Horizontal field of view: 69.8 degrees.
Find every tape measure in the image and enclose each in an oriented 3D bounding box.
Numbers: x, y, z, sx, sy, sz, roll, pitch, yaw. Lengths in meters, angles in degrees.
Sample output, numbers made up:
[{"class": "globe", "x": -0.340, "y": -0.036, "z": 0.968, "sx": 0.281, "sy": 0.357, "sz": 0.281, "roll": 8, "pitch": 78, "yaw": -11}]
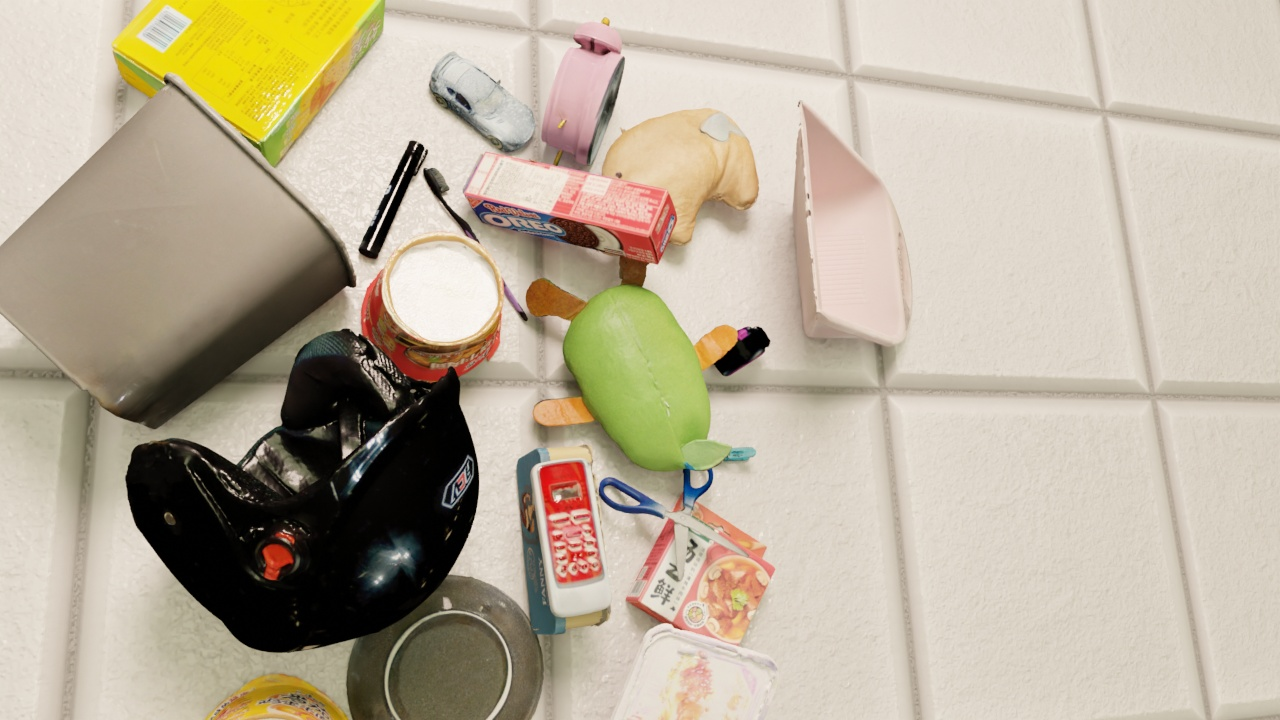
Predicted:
[{"class": "tape measure", "x": 0.103, "y": -0.012, "z": 0.977, "sx": 0.057, "sy": 0.057, "sz": 0.039, "roll": -30, "pitch": 86, "yaw": -45}]

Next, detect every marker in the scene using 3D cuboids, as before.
[{"class": "marker", "x": -0.247, "y": -0.161, "z": 0.918, "sx": 0.022, "sy": 0.020, "sz": 0.131, "roll": 23, "pitch": 70, "yaw": -12}]

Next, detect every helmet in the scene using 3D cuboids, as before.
[{"class": "helmet", "x": -0.243, "y": 0.108, "z": 0.729, "sx": 0.230, "sy": 0.275, "sz": 0.232, "roll": 65, "pitch": 25, "yaw": -17}]

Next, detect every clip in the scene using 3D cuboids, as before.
[{"class": "clip", "x": 0.092, "y": 0.099, "z": 0.967, "sx": 0.055, "sy": 0.038, "sz": 0.013, "roll": 0, "pitch": 76, "yaw": -9}]

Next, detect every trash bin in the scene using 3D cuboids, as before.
[{"class": "trash bin", "x": -0.388, "y": -0.076, "z": 0.768, "sx": 0.199, "sy": 0.199, "sz": 0.219, "roll": 44, "pitch": 75, "yaw": -2}]

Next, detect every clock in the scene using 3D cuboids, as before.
[{"class": "clock", "x": -0.055, "y": -0.285, "z": 0.962, "sx": 0.060, "sy": 0.117, "sz": 0.158, "roll": 20, "pitch": 73, "yaw": -1}]

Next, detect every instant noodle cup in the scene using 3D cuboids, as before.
[{"class": "instant noodle cup", "x": 0.036, "y": 0.329, "z": 0.849, "sx": 0.138, "sy": 0.060, "sz": 0.173, "roll": 21, "pitch": 94, "yaw": -13}, {"class": "instant noodle cup", "x": -0.298, "y": 0.332, "z": 0.733, "sx": 0.138, "sy": 0.110, "sz": 0.138, "roll": 4, "pitch": 75, "yaw": -16}, {"class": "instant noodle cup", "x": -0.192, "y": -0.054, "z": 0.862, "sx": 0.137, "sy": 0.109, "sz": 0.137, "roll": 4, "pitch": 75, "yaw": -17}]

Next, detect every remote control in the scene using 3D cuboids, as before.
[{"class": "remote control", "x": -0.061, "y": 0.154, "z": 0.807, "sx": 0.055, "sy": 0.020, "sz": 0.136, "roll": -5, "pitch": 77, "yaw": -23}]

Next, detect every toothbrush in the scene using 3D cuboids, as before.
[{"class": "toothbrush", "x": -0.166, "y": -0.120, "z": 0.939, "sx": 0.016, "sy": 0.014, "sz": 0.189, "roll": -33, "pitch": 89, "yaw": -35}]

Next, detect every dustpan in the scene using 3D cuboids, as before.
[{"class": "dustpan", "x": 0.238, "y": -0.129, "z": 0.975, "sx": 0.139, "sy": 0.273, "sz": 0.222, "roll": -4, "pitch": 80, "yaw": 6}]

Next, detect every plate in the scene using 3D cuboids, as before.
[{"class": "plate", "x": -0.174, "y": 0.285, "z": 0.831, "sx": 0.179, "sy": 0.024, "sz": 0.179, "roll": 4, "pitch": 75, "yaw": -17}]

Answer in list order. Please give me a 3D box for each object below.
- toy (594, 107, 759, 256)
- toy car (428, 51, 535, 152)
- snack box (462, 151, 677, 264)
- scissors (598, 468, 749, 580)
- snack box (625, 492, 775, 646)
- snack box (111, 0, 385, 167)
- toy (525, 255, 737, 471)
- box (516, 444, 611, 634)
[{"class": "toy", "x": 0.021, "y": -0.191, "z": 0.982, "sx": 0.225, "sy": 0.083, "sz": 0.143, "roll": -32, "pitch": 78, "yaw": -20}, {"class": "toy car", "x": -0.165, "y": -0.272, "z": 0.964, "sx": 0.120, "sy": 0.037, "sz": 0.054, "roll": 38, "pitch": 68, "yaw": -10}, {"class": "snack box", "x": -0.070, "y": -0.152, "z": 0.905, "sx": 0.208, "sy": 0.057, "sz": 0.058, "roll": 16, "pitch": 71, "yaw": 19}, {"class": "scissors", "x": 0.034, "y": 0.146, "z": 0.896, "sx": 0.162, "sy": 0.012, "sz": 0.175, "roll": 12, "pitch": 36, "yaw": 12}, {"class": "snack box", "x": 0.066, "y": 0.212, "z": 0.917, "sx": 0.113, "sy": 0.044, "sz": 0.127, "roll": 33, "pitch": 69, "yaw": -8}, {"class": "snack box", "x": -0.369, "y": -0.312, "z": 0.887, "sx": 0.157, "sy": 0.070, "sz": 0.209, "roll": 32, "pitch": 69, "yaw": -8}, {"class": "toy", "x": -0.005, "y": 0.005, "z": 0.919, "sx": 0.227, "sy": 0.090, "sz": 0.246, "roll": -24, "pitch": 88, "yaw": -8}, {"class": "box", "x": -0.073, "y": 0.172, "z": 0.857, "sx": 0.059, "sy": 0.090, "sz": 0.184, "roll": 1, "pitch": 73, "yaw": -23}]
